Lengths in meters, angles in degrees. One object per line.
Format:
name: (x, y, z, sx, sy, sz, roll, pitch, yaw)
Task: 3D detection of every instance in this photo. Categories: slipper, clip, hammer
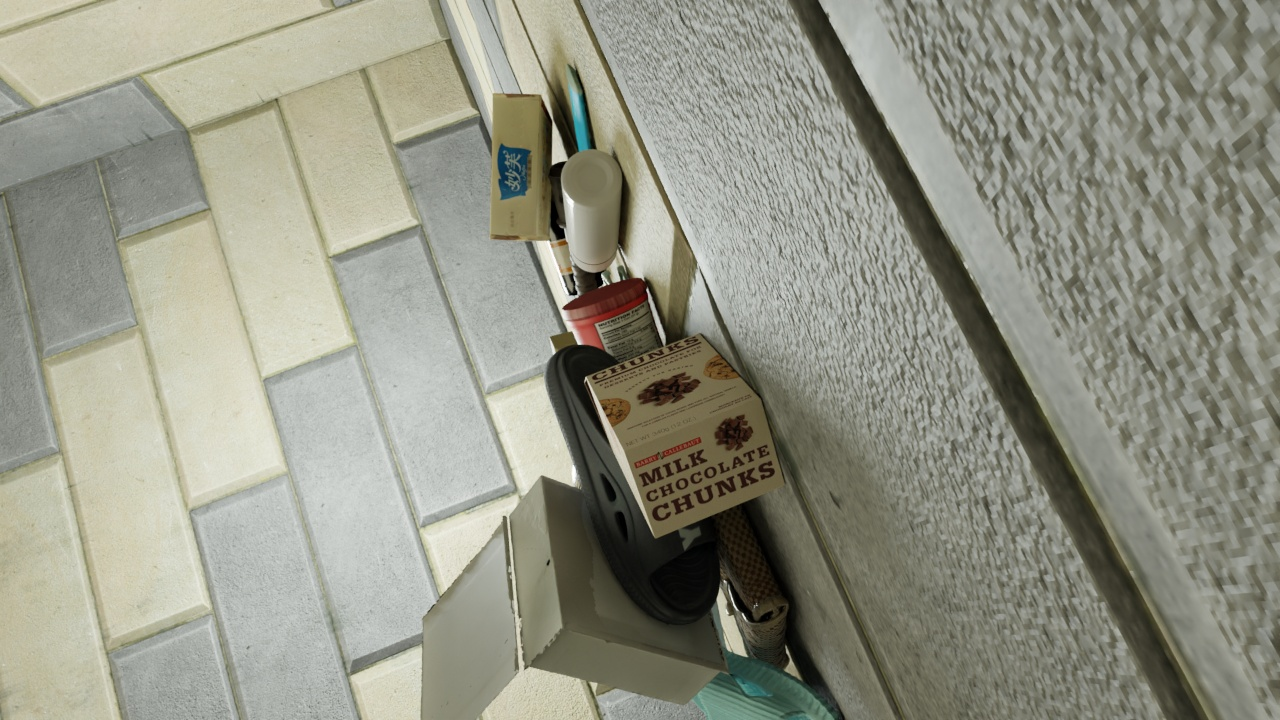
slipper: (0.078, 0.307, 0.828, 0.276, 0.069, 0.116, 22, 133, 50)
clip: (-0.019, -0.072, 0.985, 0.076, 0.043, 0.023, -118, 7, -46)
slipper: (0.007, 0.087, 0.783, 0.084, 0.110, 0.268, -43, 63, 37)
hammer: (-0.063, -0.080, 1.111, 0.190, 0.100, 0.325, -121, 19, -60)

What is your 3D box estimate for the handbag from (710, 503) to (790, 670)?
handbag: (0.097, 0.213, 0.851, 0.186, 0.047, 0.124, 78, 171, -56)

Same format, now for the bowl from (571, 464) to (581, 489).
bowl: (-0.020, 0.121, 0.876, 0.061, 0.113, 0.112, -42, -63, -53)

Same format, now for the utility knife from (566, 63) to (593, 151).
utility knife: (-0.053, -0.203, 0.901, 0.207, 0.015, 0.031, 86, 163, -59)

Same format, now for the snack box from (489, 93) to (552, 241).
snack box: (-0.135, -0.215, 1.058, 0.207, 0.055, 0.153, -104, 16, -82)

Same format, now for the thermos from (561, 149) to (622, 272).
thermos: (-0.046, -0.136, 0.888, 0.224, 0.052, 0.052, 104, 145, -80)

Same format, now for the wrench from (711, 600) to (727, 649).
wrench: (0.068, 0.228, 0.896, 0.066, 0.018, 0.273, -104, 2, -67)

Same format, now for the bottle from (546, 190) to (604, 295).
bottle: (-0.100, -0.178, 1.199, 0.059, 0.059, 0.182, -128, 18, -71)

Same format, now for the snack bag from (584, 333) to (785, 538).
snack bag: (0.020, 0.037, 0.691, 0.206, 0.094, 0.070, -125, 15, -66)

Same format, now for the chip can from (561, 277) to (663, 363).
chip can: (-0.001, 0.031, 0.913, 0.087, 0.087, 0.213, -133, 21, -75)

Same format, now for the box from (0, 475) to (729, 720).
box: (-0.209, 0.211, 0.750, 0.166, 0.528, 0.234, -106, 2, -52)
